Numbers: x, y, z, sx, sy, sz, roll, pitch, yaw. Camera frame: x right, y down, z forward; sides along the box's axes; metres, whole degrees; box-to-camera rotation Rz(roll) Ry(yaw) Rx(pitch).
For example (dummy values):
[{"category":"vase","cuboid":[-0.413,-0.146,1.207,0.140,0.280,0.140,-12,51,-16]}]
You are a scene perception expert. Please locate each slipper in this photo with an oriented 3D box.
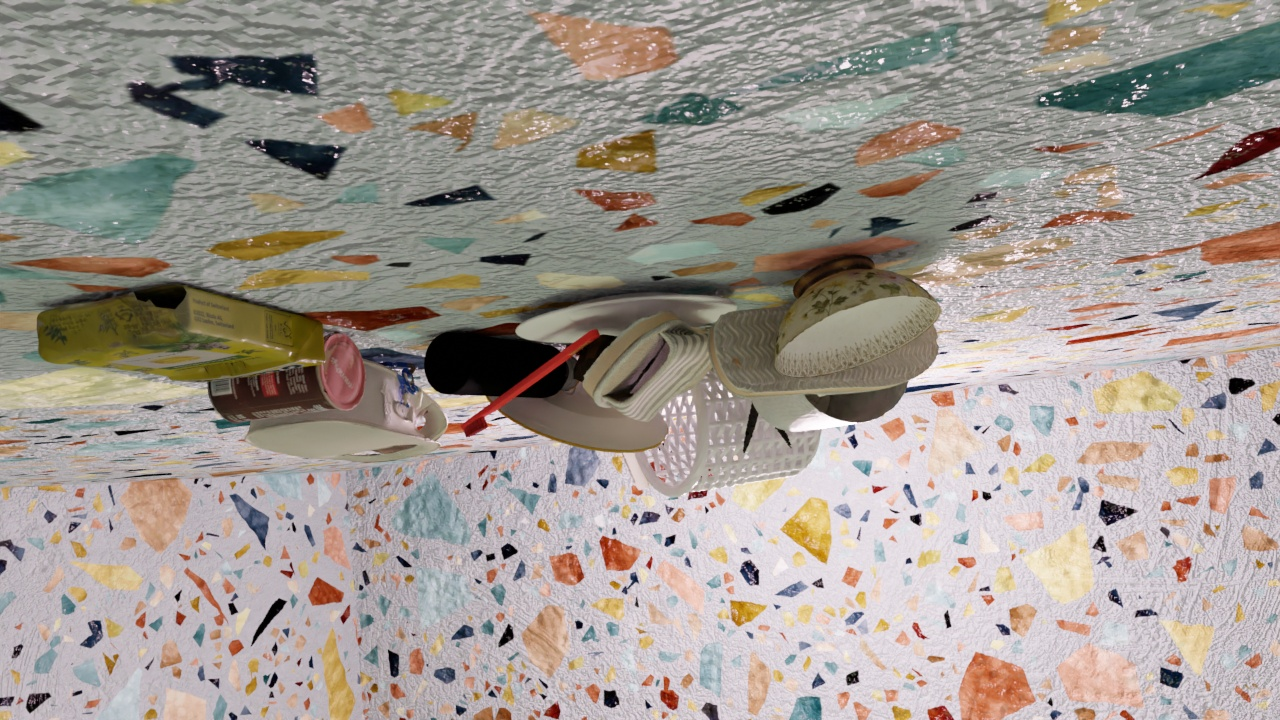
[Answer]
[{"category":"slipper","cuboid":[0.028,0.007,0.870,0.114,0.054,0.272,-44,166,13]},{"category":"slipper","cuboid":[0.172,-0.017,0.873,0.262,0.115,0.052,-8,164,-29]}]

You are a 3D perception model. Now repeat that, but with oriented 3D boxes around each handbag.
[{"category":"handbag","cuboid":[-0.323,0.063,1.052,0.201,0.092,0.199,-10,155,25]}]

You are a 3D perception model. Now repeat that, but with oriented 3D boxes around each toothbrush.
[{"category":"toothbrush","cuboid":[-0.113,0.028,0.924,0.213,0.018,0.012,-34,161,33]}]

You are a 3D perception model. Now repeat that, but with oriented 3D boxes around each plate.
[{"category":"plate","cuboid":[-0.014,-0.043,0.866,0.208,0.015,0.209,-6,173,-1]},{"category":"plate","cuboid":[-0.074,0.047,1.103,0.230,0.021,0.229,16,-162,-5]}]

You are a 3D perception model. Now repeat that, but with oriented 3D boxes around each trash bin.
[{"category":"trash bin","cuboid":[0.194,0.015,1.000,0.133,0.133,0.161,-5,169,-14]}]

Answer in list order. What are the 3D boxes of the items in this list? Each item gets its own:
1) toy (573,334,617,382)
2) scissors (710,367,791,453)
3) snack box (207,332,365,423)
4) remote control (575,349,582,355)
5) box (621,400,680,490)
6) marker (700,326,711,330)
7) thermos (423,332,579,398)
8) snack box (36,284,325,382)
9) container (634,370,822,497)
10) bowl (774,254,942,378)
[{"category":"toy","cuboid":[-0.025,0.001,0.914,0.076,0.062,0.099,-14,-171,28]},{"category":"scissors","cuboid":[0.140,0.023,1.091,0.157,0.171,0.012,-48,165,-8]},{"category":"snack box","cuboid":[-0.326,0.017,0.847,0.121,0.072,0.072,-8,173,16]},{"category":"remote control","cuboid":[-0.047,-0.007,1.142,0.030,0.009,0.140,-8,172,15]},{"category":"box","cuboid":[0.011,0.099,1.380,0.099,0.184,0.143,-17,173,16]},{"category":"marker","cuboid":[0.140,-0.037,1.045,0.145,0.017,0.017,-6,173,-9]},{"category":"thermos","cuboid":[-0.132,0.009,0.990,0.061,0.061,0.231,-10,172,28]},{"category":"snack box","cuboid":[-0.338,-0.014,0.693,0.121,0.045,0.181,-8,173,10]},{"category":"container","cuboid":[0.108,0.074,1.206,0.186,0.189,0.190,-4,172,-28]},{"category":"bowl","cuboid":[0.172,-0.043,0.772,0.145,0.063,0.145,-14,157,-6]}]
